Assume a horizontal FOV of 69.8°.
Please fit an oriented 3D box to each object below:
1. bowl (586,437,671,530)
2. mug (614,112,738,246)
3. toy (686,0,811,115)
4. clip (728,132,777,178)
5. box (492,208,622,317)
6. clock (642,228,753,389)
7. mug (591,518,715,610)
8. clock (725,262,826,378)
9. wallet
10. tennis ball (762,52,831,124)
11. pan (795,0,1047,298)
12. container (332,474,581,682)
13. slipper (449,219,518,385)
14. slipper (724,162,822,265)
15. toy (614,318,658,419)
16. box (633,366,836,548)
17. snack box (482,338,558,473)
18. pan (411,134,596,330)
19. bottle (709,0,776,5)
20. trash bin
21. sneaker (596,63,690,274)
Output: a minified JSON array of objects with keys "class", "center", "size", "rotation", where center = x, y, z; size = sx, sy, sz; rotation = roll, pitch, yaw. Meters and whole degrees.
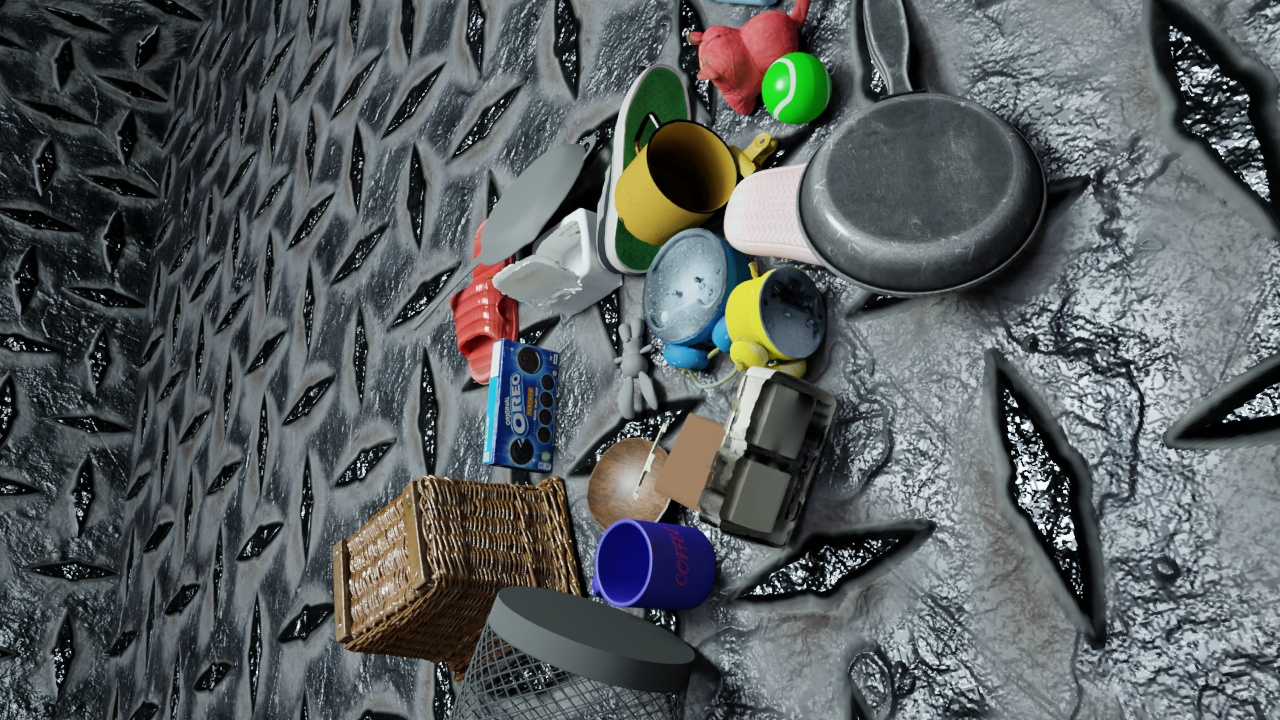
[{"class":"bowl","center":[-0.004,0.133,0.943],"size":[0.114,0.026,0.102],"rotation":[24,82,46]},{"class":"mug","center":[0.027,-0.187,0.934],"size":[0.123,0.100,0.094],"rotation":[62,151,4]},{"class":"toy","center":[0.113,-0.317,0.906],"size":[0.133,0.094,0.088],"rotation":[-44,49,28]},{"class":"clip","center":[0.117,-0.205,0.926],"size":[0.049,0.045,0.054],"rotation":[-25,47,-8]},{"class":"box","center":[-0.106,-0.113,1.057],"size":[0.109,0.136,0.120],"rotation":[-29,57,42]},{"class":"clock","center":[0.061,-0.051,0.908],"size":[0.117,0.060,0.161],"rotation":[-23,63,41]},{"class":"mug","center":[0.003,0.201,0.874],"size":[0.111,0.083,0.079],"rotation":[-38,52,35]},{"class":"clock","center":[0.119,-0.027,0.817],"size":[0.057,0.083,0.118],"rotation":[-11,67,52]},{"class":"wallet","center":[0.072,0.103,0.867],"size":[0.121,0.013,0.087],"rotation":[18,79,46]},{"class":"tennis ball","center":[0.148,-0.257,0.868],"size":[0.066,0.065,0.065],"rotation":[-18,65,44]},{"class":"pan","center":[0.215,-0.208,0.754],"size":[0.187,0.055,0.356],"rotation":[-7,62,13]},{"class":"container","center":[-0.220,0.241,1.035],"size":[0.251,0.183,0.162],"rotation":[-40,49,33]},{"class":"slipper","center":[-0.214,-0.086,1.230],"size":[0.104,0.059,0.248],"rotation":[-24,60,42]},{"class":"slipper","center":[0.170,-0.128,0.808],"size":[0.222,0.055,0.106],"rotation":[5,79,39]},{"class":"toy","center":[-0.006,0.006,0.987],"size":[0.049,0.030,0.111],"rotation":[-22,56,26]},{"class":"box","center":[0.066,0.066,0.766],"size":[0.070,0.186,0.143],"rotation":[15,82,51]},{"class":"snack box","center":[-0.140,0.054,1.084],"size":[0.027,0.082,0.150],"rotation":[-16,67,46]},{"class":"pan","center":[-0.186,-0.162,1.170],"size":[0.355,0.024,0.216],"rotation":[-43,27,18]},{"class":"bottle","center":[0.098,-0.407,0.991],"size":[0.130,0.040,0.040],"rotation":[31,102,48]},{"class":"trash bin","center":[-0.074,0.345,0.824],"size":[0.218,0.217,0.227],"rotation":[13,84,50]},{"class":"sneaker","center":[-0.006,-0.211,1.021],"size":[0.079,0.084,0.235],"rotation":[4,82,62]}]
